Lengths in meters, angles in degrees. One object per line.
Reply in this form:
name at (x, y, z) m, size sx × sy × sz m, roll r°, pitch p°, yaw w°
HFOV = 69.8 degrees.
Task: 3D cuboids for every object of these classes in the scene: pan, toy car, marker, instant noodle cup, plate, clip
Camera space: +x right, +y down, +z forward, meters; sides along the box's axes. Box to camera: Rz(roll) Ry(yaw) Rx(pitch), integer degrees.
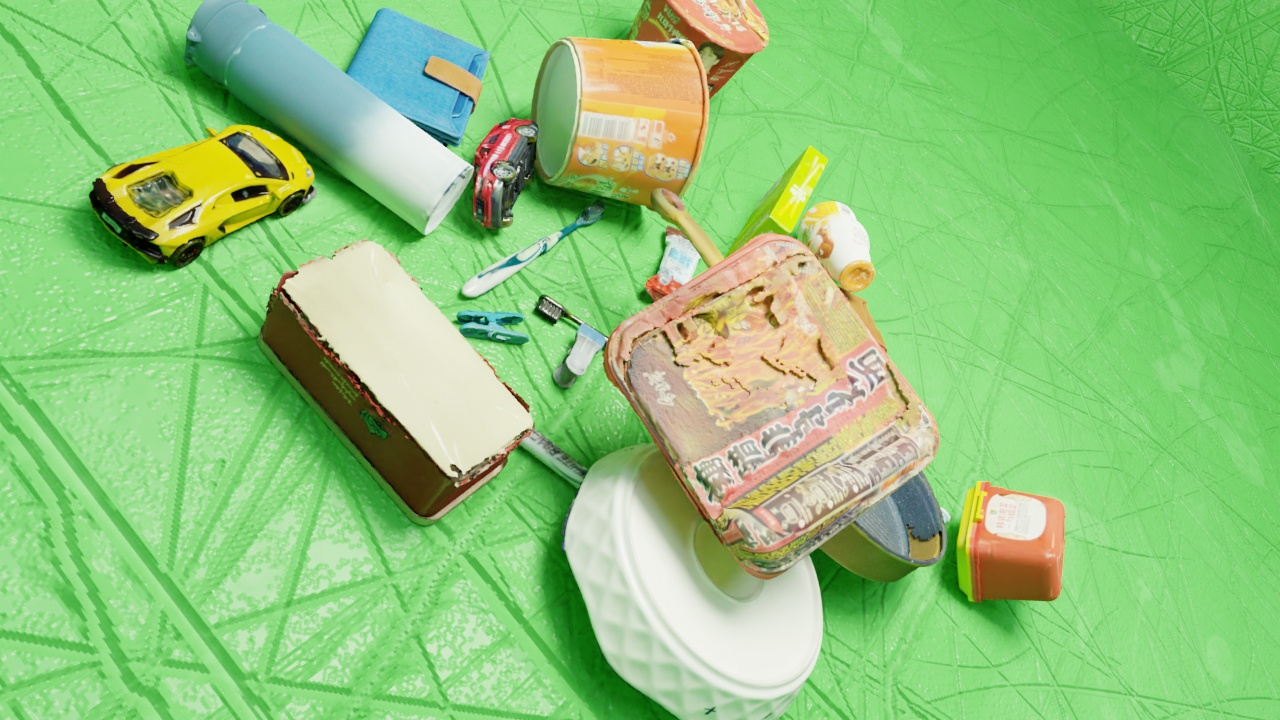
pan at (0.116, 0.017, 0.716) m, size 0.357 × 0.078 × 0.197 m, roll 44°, pitch 27°, yaw -3°
toy car at (-0.113, -0.154, 0.747) m, size 0.045 × 0.053 × 0.120 m, roll 10°, pitch 41°, yaw 1°
marker at (-0.062, 0.065, 0.635) m, size 0.146 × 0.017 × 0.016 m, roll 38°, pitch 43°, yaw -5°
instant noodle cup at (-0.025, -0.208, 0.792) m, size 0.111 × 0.152 × 0.151 m, roll 1°, pitch 56°, yaw -26°
instant noodle cup at (0.049, -0.333, 0.964) m, size 0.137 × 0.109 × 0.137 m, roll 20°, pitch 47°, yaw -23°
plate at (0.046, 0.140, 0.613) m, size 0.204 × 0.046 × 0.204 m, roll 28°, pitch 40°, yaw -27°
instant noodle cup at (0.080, 0.028, 0.603) m, size 0.164 × 0.079 × 0.189 m, roll -31°, pitch 81°, yaw -15°
clip at (-0.046, -0.003, 0.695) m, size 0.024 × 0.028 × 0.056 m, roll 35°, pitch 46°, yaw -10°
clip at (-0.109, -0.026, 0.676) m, size 0.056 × 0.014 × 0.041 m, roll 7°, pitch 53°, yaw -34°
toy car at (-0.281, -0.116, 0.602) m, size 0.071 × 0.041 × 0.155 m, roll 45°, pitch 42°, yaw 2°

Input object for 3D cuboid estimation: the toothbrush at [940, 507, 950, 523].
toothbrush at (0.210, 0.071, 0.827) m, size 0.189 × 0.029 × 0.021 m, roll 57°, pitch 5°, yaw 17°

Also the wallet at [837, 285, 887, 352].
wallet at (0.185, -0.030, 0.869) m, size 0.107 × 0.031 × 0.131 m, roll 21°, pitch 38°, yaw -22°

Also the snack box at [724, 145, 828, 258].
snack box at (0.129, -0.142, 0.888) m, size 0.026 × 0.086 × 0.156 m, roll 39°, pitch 42°, yaw -5°

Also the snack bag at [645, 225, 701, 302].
snack bag at (0.033, -0.084, 0.815) m, size 0.045 × 0.026 × 0.105 m, roll 25°, pitch 44°, yaw -5°

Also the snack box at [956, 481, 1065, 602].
snack box at (0.315, 0.155, 0.776) m, size 0.091 × 0.080 × 0.082 m, roll -54°, pitch 137°, yaw -47°

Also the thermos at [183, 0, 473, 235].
thermos at (-0.229, -0.183, 0.676) m, size 0.220 × 0.070 × 0.070 m, roll 37°, pitch 43°, yaw -6°

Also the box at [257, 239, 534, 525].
box at (-0.148, 0.007, 0.573) m, size 0.168 × 0.079 × 0.091 m, roll 47°, pitch 44°, yaw 5°

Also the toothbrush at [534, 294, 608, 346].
toothbrush at (-0.004, 0.004, 0.729) m, size 0.186 × 0.012 × 0.017 m, roll 34°, pitch 49°, yaw -10°

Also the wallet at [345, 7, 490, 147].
wallet at (-0.188, -0.237, 0.771) m, size 0.106 × 0.040 × 0.132 m, roll 21°, pitch 48°, yaw -16°

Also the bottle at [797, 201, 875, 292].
bottle at (0.198, -0.112, 0.916) m, size 0.063 × 0.063 × 0.108 m, roll 18°, pitch 32°, yaw -24°

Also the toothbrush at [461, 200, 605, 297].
toothbrush at (-0.081, -0.094, 0.746) m, size 0.016 × 0.018 × 0.191 m, roll 45°, pitch 43°, yaw 3°
